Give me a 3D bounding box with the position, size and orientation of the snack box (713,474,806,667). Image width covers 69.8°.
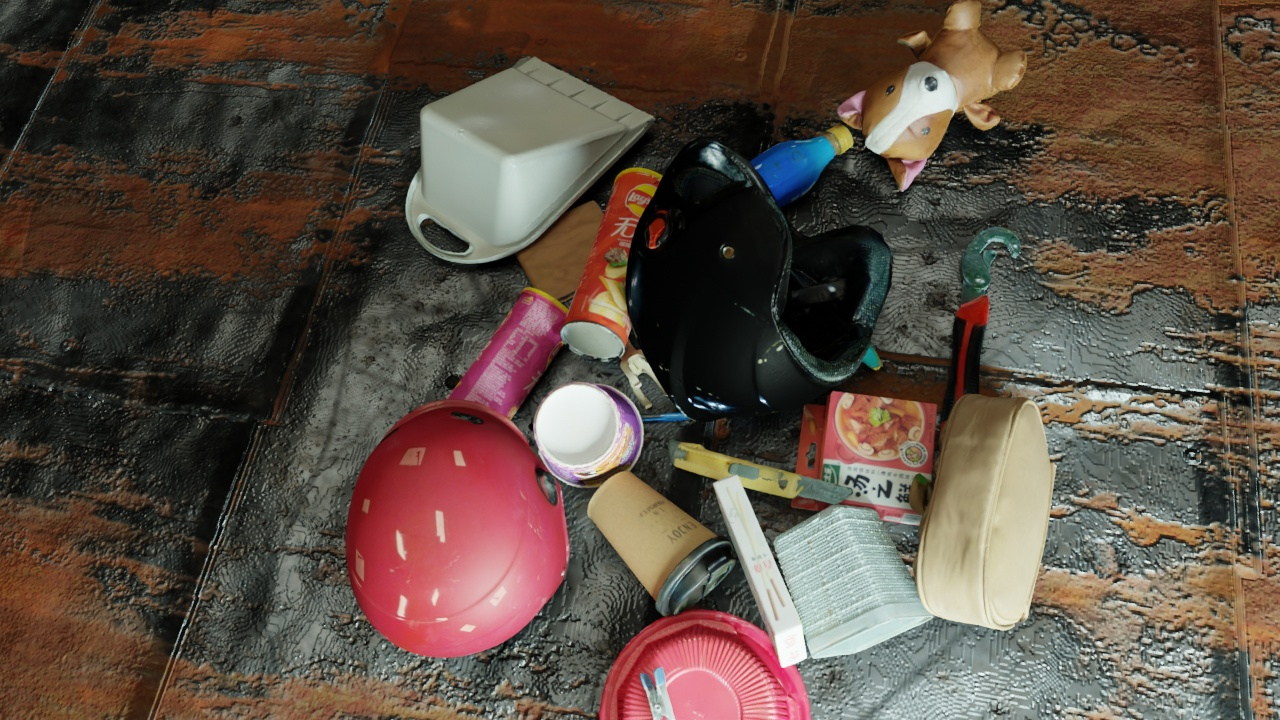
[{"bbox_3d":[0.107,0.188,0.831,0.027,0.085,0.156,-21,53,-1],"label":"snack box"}]

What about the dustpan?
[{"bbox_3d":[-0.154,-0.232,1.096,0.223,0.143,0.257,34,47,28],"label":"dustpan"}]

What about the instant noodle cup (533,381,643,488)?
[{"bbox_3d":[-0.056,0.070,0.905,0.111,0.099,0.111,-1,81,5],"label":"instant noodle cup"}]

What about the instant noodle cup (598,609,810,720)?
[{"bbox_3d":[0.053,0.315,0.812,0.194,0.066,0.193,-3,67,8],"label":"instant noodle cup"}]

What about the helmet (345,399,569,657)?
[{"bbox_3d":[-0.176,0.159,0.838,0.207,0.144,0.240,-13,92,2],"label":"helmet"}]

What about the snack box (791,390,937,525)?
[{"bbox_3d":[0.217,0.093,0.894,0.127,0.044,0.113,6,68,11],"label":"snack box"}]

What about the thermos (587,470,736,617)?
[{"bbox_3d":[0.018,0.172,0.870,0.093,0.093,0.143,-43,60,-11],"label":"thermos"}]

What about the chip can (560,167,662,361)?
[{"bbox_3d":[-0.022,-0.106,0.982,0.073,0.073,0.216,11,59,13],"label":"chip can"}]

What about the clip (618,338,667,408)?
[{"bbox_3d":[-0.003,0.011,0.977,0.035,0.092,0.103,-34,31,-6],"label":"clip"}]

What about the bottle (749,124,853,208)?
[{"bbox_3d":[0.140,-0.195,1.019,0.218,0.065,0.065,-32,66,-6],"label":"bottle"}]

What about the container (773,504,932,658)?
[{"bbox_3d":[0.185,0.194,0.820,0.090,0.090,0.111,-37,58,30],"label":"container"}]

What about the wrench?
[{"bbox_3d":[0.342,-0.022,0.942,0.056,0.016,0.272,14,69,14],"label":"wrench"}]

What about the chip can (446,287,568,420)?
[{"bbox_3d":[-0.152,0.026,0.965,0.071,0.071,0.210,29,74,19],"label":"chip can"}]

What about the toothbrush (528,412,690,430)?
[{"bbox_3d":[-0.025,0.061,0.962,0.189,0.014,0.016,-4,42,6],"label":"toothbrush"}]

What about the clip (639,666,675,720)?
[{"bbox_3d":[0.016,0.292,0.780,0.039,0.026,0.058,-22,73,11],"label":"clip"}]

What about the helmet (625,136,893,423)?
[{"bbox_3d":[0.094,-0.074,0.883,0.231,0.233,0.274,-40,63,29],"label":"helmet"}]

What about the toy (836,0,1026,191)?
[{"bbox_3d":[0.322,-0.294,1.011,0.199,0.130,0.140,-39,83,0],"label":"toy"}]

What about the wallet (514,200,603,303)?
[{"bbox_3d":[-0.080,-0.122,1.047,0.115,0.020,0.101,-28,66,-7],"label":"wallet"}]

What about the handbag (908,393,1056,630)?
[{"bbox_3d":[0.304,0.136,0.817,0.100,0.147,0.204,3,63,42],"label":"handbag"}]

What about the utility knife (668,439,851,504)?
[{"bbox_3d":[0.110,0.111,0.898,0.196,0.020,0.031,13,80,25],"label":"utility knife"}]

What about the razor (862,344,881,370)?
[{"bbox_3d":[0.208,-0.038,0.961,0.043,0.028,0.132,-45,62,14],"label":"razor"}]
